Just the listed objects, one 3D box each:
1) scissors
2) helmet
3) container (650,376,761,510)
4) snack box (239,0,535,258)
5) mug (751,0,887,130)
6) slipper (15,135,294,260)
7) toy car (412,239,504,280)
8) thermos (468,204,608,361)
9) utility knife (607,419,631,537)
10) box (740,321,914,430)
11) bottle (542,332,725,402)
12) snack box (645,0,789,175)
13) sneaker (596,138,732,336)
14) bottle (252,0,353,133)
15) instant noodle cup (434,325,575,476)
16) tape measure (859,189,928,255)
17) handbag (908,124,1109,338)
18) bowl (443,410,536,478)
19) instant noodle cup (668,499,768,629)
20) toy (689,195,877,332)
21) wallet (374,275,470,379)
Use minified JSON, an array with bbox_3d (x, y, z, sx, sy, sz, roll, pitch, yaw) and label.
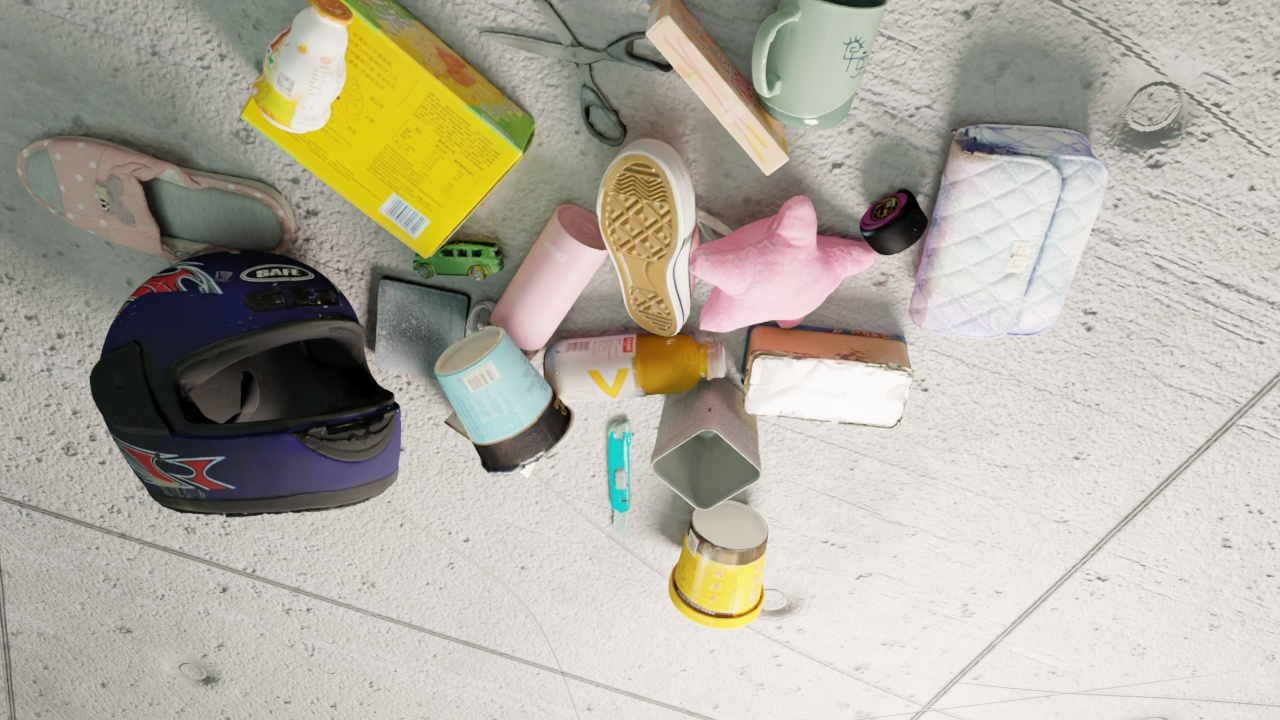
[{"bbox_3d":[-0.053,-0.265,0.808,0.181,0.014,0.160,2,125,8],"label":"scissors"},{"bbox_3d":[-0.378,0.012,0.898,0.316,0.246,0.240,1,100,37],"label":"helmet"},{"bbox_3d":[0.073,0.080,0.984,0.090,0.114,0.090,-36,115,28],"label":"container"},{"bbox_3d":[-0.224,-0.217,0.828,0.210,0.069,0.158,39,121,-20],"label":"snack box"},{"bbox_3d":[0.133,-0.246,0.739,0.111,0.082,0.107,-20,140,-33],"label":"mug"},{"bbox_3d":[-0.488,-0.155,0.918,0.274,0.054,0.114,13,127,-4],"label":"slipper"},{"bbox_3d":[-0.184,-0.102,0.925,0.091,0.043,0.036,-2,111,-1],"label":"toy car"},{"bbox_3d":[-0.110,-0.071,0.932,0.087,0.067,0.199,48,126,11],"label":"thermos"},{"bbox_3d":[-0.024,0.147,1.110,0.029,0.013,0.197,3,127,5],"label":"utility knife"},{"bbox_3d":[0.185,0.016,0.957,0.184,0.063,0.090,9,126,3],"label":"box"},{"bbox_3d":[-0.006,0.006,0.968,0.190,0.067,0.068,-4,126,10],"label":"bottle"},{"bbox_3d":[0.066,-0.233,0.770,0.026,0.084,0.157,-36,115,25],"label":"snack box"},{"bbox_3d":[0.023,-0.123,0.858,0.118,0.087,0.241,20,150,19],"label":"sneaker"},{"bbox_3d":[-0.266,-0.238,0.733,0.063,0.063,0.109,30,124,-15],"label":"bottle"},{"bbox_3d":[-0.141,0.034,0.911,0.111,0.111,0.120,-20,117,20],"label":"instant noodle cup"},{"bbox_3d":[0.235,-0.125,0.847,0.058,0.057,0.039,-33,117,18],"label":"tape measure"},{"bbox_3d":[0.329,-0.113,0.832,0.134,0.075,0.194,4,126,4],"label":"handbag"},{"bbox_3d":[-0.157,0.078,1.033,0.113,0.113,0.062,39,79,-21],"label":"bowl"},{"bbox_3d":[0.098,0.241,1.106,0.118,0.118,0.115,8,120,1],"label":"instant noodle cup"},{"bbox_3d":[0.115,-0.079,0.865,0.179,0.074,0.194,-39,146,28],"label":"toy"},{"bbox_3d":[-0.239,-0.032,1.002,0.097,0.019,0.121,12,126,-4],"label":"wallet"}]
